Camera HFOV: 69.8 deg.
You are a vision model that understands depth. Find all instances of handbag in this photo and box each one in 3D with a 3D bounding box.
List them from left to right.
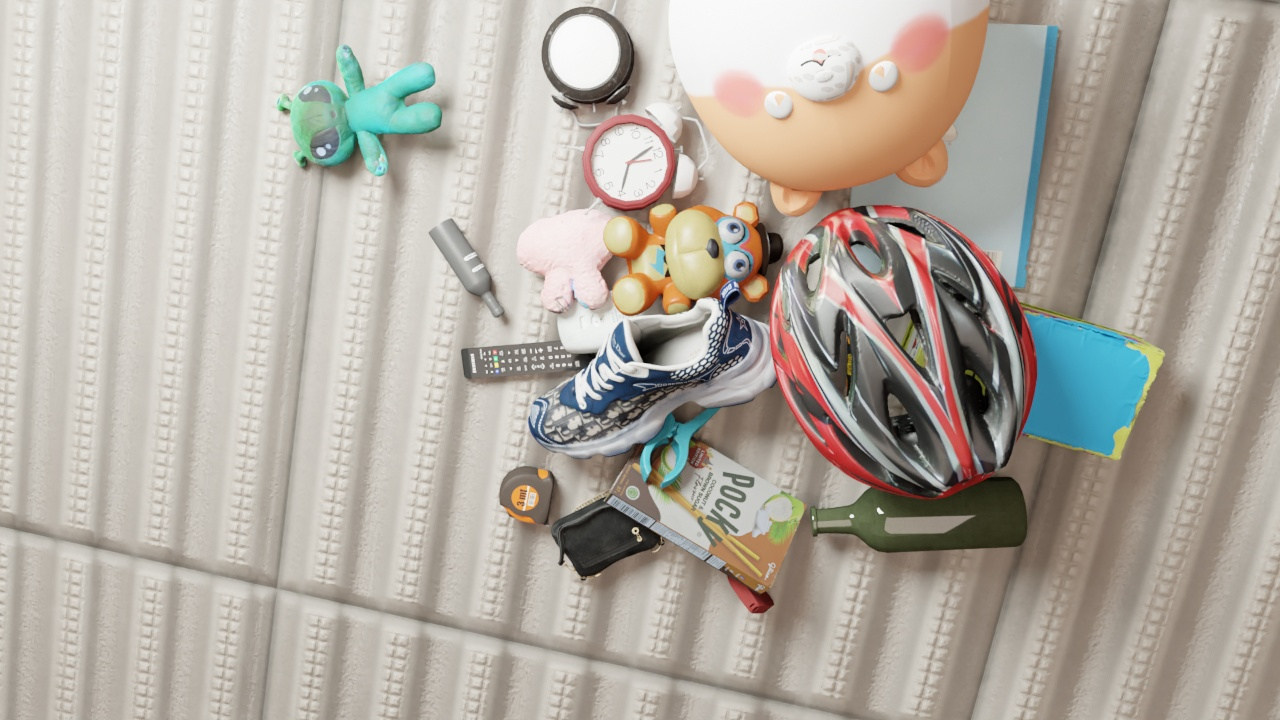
[{"bbox_3d":[-0.035,0.188,0.988,0.128,0.054,0.079,-27,100,8],"label":"handbag"}]

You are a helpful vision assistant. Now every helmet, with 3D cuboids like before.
[{"bbox_3d":[0.226,-0.011,0.800,0.217,0.167,0.272,-25,85,6],"label":"helmet"}]

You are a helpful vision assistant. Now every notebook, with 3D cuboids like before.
[{"bbox_3d":[0.302,-0.201,0.903,0.181,0.009,0.253,5,100,5],"label":"notebook"}]

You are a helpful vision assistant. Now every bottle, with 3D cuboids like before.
[{"bbox_3d":[-0.179,-0.094,0.965,0.030,0.030,0.113,-32,95,10],"label":"bottle"},{"bbox_3d":[0.280,0.160,0.938,0.207,0.071,0.071,-4,99,7],"label":"bottle"}]

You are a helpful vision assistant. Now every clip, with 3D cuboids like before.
[{"bbox_3d":[0.025,0.070,0.941,0.103,0.027,0.119,20,62,3],"label":"clip"}]

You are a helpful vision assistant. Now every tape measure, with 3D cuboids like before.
[{"bbox_3d":[-0.124,0.145,1.000,0.058,0.038,0.058,9,101,-9],"label":"tape measure"},{"bbox_3d":[0.116,0.247,0.985,0.019,0.059,0.051,-42,63,11],"label":"tape measure"}]

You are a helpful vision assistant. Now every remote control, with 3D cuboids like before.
[{"bbox_3d":[-0.122,-0.002,0.982,0.147,0.015,0.033,-5,99,7],"label":"remote control"},{"bbox_3d":[-0.029,-0.042,0.951,0.114,0.028,0.060,-13,79,2],"label":"remote control"}]

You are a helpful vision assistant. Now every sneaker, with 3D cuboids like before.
[{"bbox_3d":[-0.005,0.005,0.889,0.270,0.132,0.103,-21,53,17],"label":"sneaker"}]

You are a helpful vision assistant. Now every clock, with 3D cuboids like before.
[{"bbox_3d":[-0.052,-0.297,0.908,0.091,0.043,0.123,-5,99,7],"label":"clock"},{"bbox_3d":[-0.001,-0.200,0.913,0.137,0.048,0.096,-18,97,1],"label":"clock"}]

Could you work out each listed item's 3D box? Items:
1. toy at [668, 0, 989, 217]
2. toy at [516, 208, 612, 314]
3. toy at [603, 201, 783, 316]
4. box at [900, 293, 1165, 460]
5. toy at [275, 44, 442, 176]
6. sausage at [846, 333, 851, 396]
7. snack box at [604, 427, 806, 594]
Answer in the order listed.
[{"bbox_3d":[0.161,-0.270,0.781,0.263,0.265,0.281,-11,111,19],"label":"toy"},{"bbox_3d":[-0.071,-0.100,0.934,0.108,0.053,0.105,-8,81,4],"label":"toy"},{"bbox_3d":[0.053,-0.102,0.908,0.176,0.096,0.112,-9,87,-15],"label":"toy"},{"bbox_3d":[0.372,0.007,0.897,0.221,0.080,0.124,14,106,1],"label":"box"},{"bbox_3d":[-0.288,-0.249,0.935,0.194,0.072,0.130,-8,97,17],"label":"toy"},{"bbox_3d":[0.221,0.001,0.943,0.020,0.020,0.155,-1,100,6],"label":"sausage"},{"bbox_3d":[0.068,0.148,0.950,0.186,0.032,0.100,31,61,0],"label":"snack box"}]
